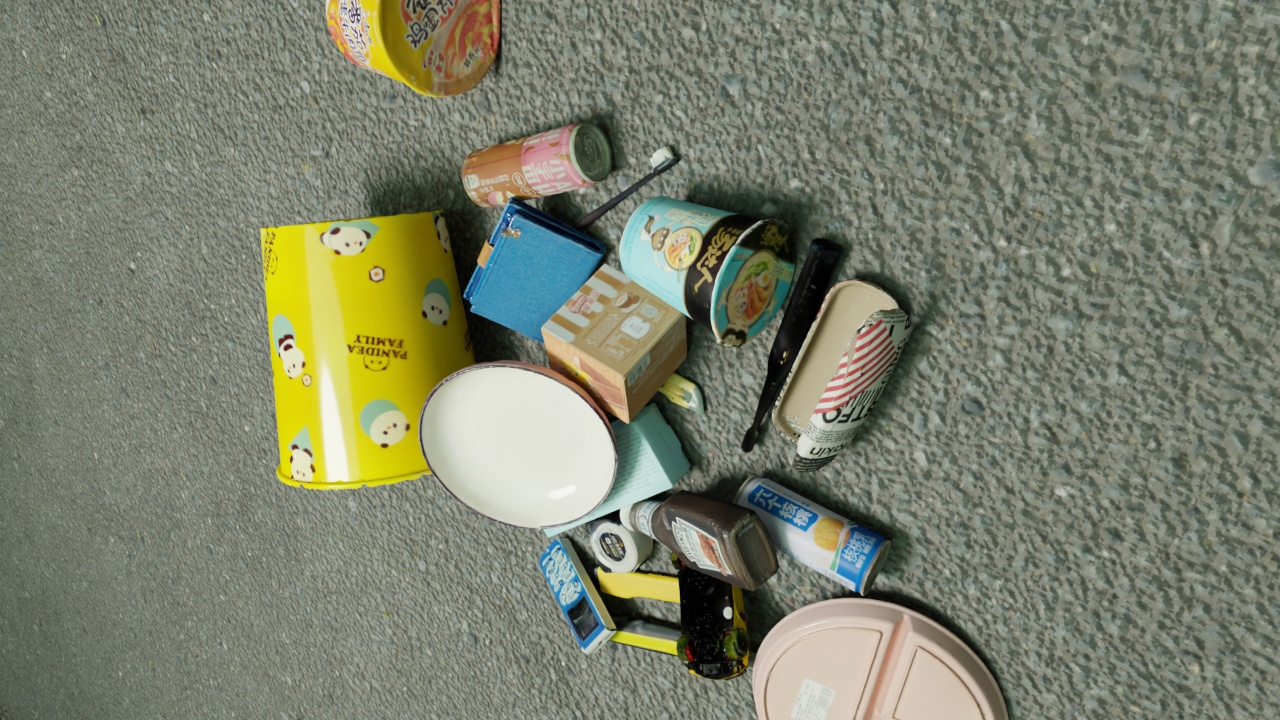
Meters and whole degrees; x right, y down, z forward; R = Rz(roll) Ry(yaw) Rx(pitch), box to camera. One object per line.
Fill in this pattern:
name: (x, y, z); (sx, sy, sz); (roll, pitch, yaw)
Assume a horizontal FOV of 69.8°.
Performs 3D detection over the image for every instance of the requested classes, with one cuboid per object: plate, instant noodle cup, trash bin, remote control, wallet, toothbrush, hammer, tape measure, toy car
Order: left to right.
trash bin: (-0.283, -0.021, 0.964); (0.230, 0.229, 0.255); (3, 104, 36)
instant noodle cup: (-0.217, -0.321, 0.854); (0.110, 0.137, 0.138); (20, 119, 38)
plate: (-0.113, 0.076, 0.869); (0.192, 0.038, 0.193); (5, 123, 8)
wallet: (-0.108, -0.085, 0.902); (0.106, 0.040, 0.133); (26, 128, -10)
remote control: (-0.070, 0.257, 1.011); (0.049, 0.024, 0.125); (-51, 54, 29)
toothbrush: (-0.033, -0.146, 0.856); (0.182, 0.015, 0.018); (-30, 82, 39)
tape measure: (-0.020, 0.190, 0.967); (0.066, 0.033, 0.066); (-9, 104, 40)
hammer: (0.060, 0.301, 0.952); (0.324, 0.031, 0.126); (1, 107, 36)
instant noodle cup: (0.049, -0.083, 0.768); (0.120, 0.111, 0.111); (28, 122, 34)
toy car: (0.070, 0.230, 0.892); (0.071, 0.041, 0.155); (-18, 70, 35)
toothbrush: (0.124, -0.005, 0.790); (0.026, 0.027, 0.213); (23, 122, 11)
plate: (0.209, 0.320, 0.826); (0.230, 0.028, 0.230); (9, 113, 22)

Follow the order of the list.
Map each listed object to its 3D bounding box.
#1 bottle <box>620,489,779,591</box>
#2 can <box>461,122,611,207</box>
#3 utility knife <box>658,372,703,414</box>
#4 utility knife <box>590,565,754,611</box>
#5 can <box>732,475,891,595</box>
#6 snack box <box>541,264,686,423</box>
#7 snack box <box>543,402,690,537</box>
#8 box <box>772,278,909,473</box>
bottle: (0.045, 0.158, 0.857); (0.195, 0.044, 0.080); (4, 122, 58)
can: (-0.100, -0.182, 0.863); (0.148, 0.057, 0.058); (-4, 105, 37)
utility knife: (-0.005, 0.005, 0.899); (0.167, 0.018, 0.031); (30, 117, 29)
utility knife: (0.029, 0.240, 0.961); (0.209, 0.015, 0.033); (-1, 106, 37)
can: (0.149, 0.152, 0.814); (0.135, 0.053, 0.053); (25, 121, 26)
snack box: (-0.022, -0.016, 0.834); (0.094, 0.092, 0.077); (31, 153, 23)
snack box: (-0.041, 0.112, 0.923); (0.175, 0.051, 0.074); (-27, 97, 32)
box: (0.156, 0.011, 0.751); (0.088, 0.076, 0.163); (48, 133, 40)
